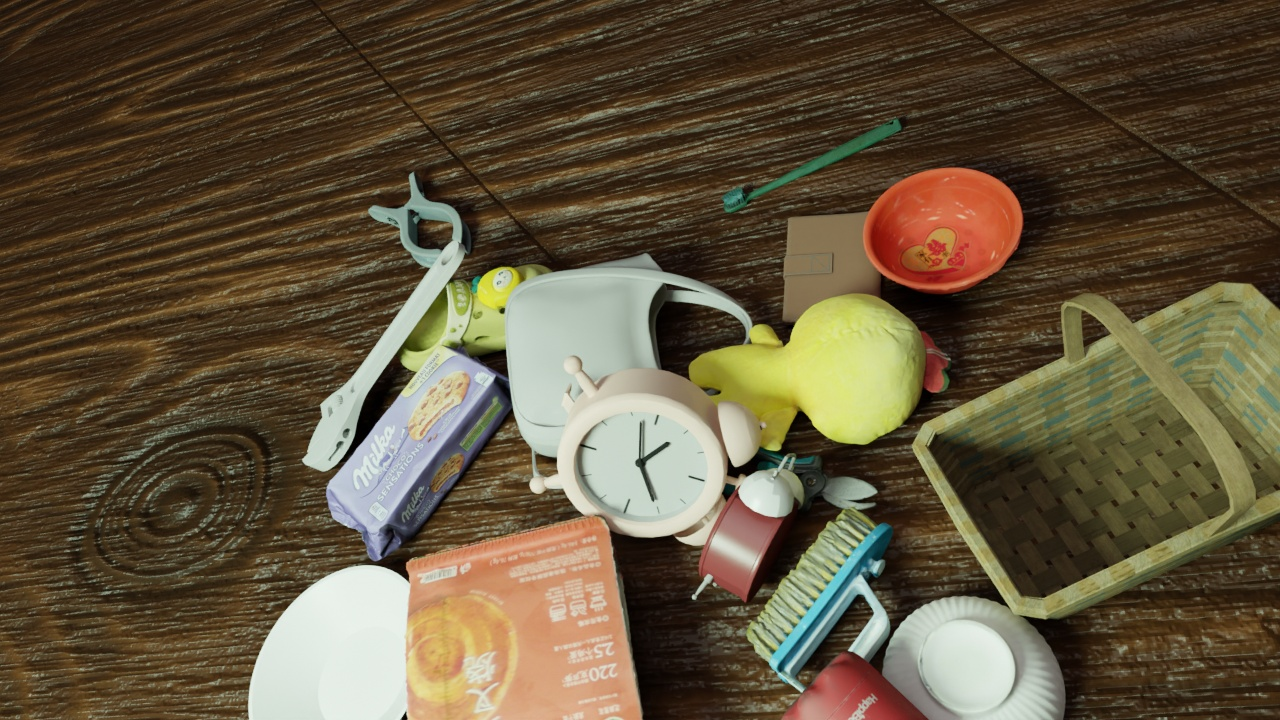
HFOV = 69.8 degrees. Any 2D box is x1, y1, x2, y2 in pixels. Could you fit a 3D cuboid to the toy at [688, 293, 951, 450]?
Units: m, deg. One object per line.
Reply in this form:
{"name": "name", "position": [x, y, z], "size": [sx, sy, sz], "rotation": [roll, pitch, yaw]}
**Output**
{"name": "toy", "position": [0.143, 0.008, 0.747], "size": [0.208, 0.092, 0.133], "rotation": [-16, 56, 17]}

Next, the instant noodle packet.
{"name": "instant noodle packet", "position": [-0.083, 0.233, 0.654], "size": [0.164, 0.084, 0.220], "rotation": [-13, 40, -1]}

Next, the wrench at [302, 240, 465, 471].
{"name": "wrench", "position": [-0.255, -0.003, 0.915], "size": [0.273, 0.018, 0.086], "rotation": [-51, 35, 10]}

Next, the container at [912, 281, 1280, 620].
{"name": "container", "position": [0.317, 0.052, 0.584], "size": [0.250, 0.186, 0.157], "rotation": [-27, 53, 5]}

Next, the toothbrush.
{"name": "toothbrush", "position": [0.169, -0.196, 0.913], "size": [0.190, 0.017, 0.016], "rotation": [-25, 53, 7]}

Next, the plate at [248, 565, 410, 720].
{"name": "plate", "position": [-0.248, 0.264, 0.779], "size": [0.174, 0.036, 0.173], "rotation": [-13, 53, 17]}

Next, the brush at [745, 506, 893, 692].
{"name": "brush", "position": [0.145, 0.175, 0.662], "size": [0.075, 0.055, 0.135], "rotation": [33, 75, 32]}

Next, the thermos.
{"name": "thermos", "position": [0.192, 0.283, 0.545], "size": [0.073, 0.073, 0.240], "rotation": [-45, 68, -9]}

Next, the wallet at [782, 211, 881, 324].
{"name": "wallet", "position": [0.176, -0.085, 0.842], "size": [0.087, 0.013, 0.120], "rotation": [-2, 59, 17]}

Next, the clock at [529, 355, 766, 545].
{"name": "clock", "position": [0.006, 0.069, 0.728], "size": [0.160, 0.131, 0.086], "rotation": [20, 28, 4]}

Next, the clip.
{"name": "clip", "position": [-0.263, -0.149, 1.060], "size": [0.106, 0.028, 0.163], "rotation": [-38, 52, -6]}

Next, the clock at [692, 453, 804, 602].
{"name": "clock", "position": [0.086, 0.125, 0.690], "size": [0.044, 0.087, 0.124], "rotation": [26, 95, 19]}

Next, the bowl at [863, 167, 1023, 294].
{"name": "bowl", "position": [0.262, -0.104, 0.796], "size": [0.131, 0.045, 0.130], "rotation": [-11, 56, 16]}

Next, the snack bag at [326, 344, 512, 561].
{"name": "snack bag", "position": [-0.206, 0.084, 0.869], "size": [0.096, 0.058, 0.205], "rotation": [27, 75, 37]}

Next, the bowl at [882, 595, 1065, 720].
{"name": "bowl", "position": [0.217, 0.208, 0.605], "size": [0.118, 0.062, 0.118], "rotation": [-11, 56, 16]}

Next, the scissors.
{"name": "scissors", "position": [0.114, 0.093, 0.751], "size": [0.131, 0.019, 0.149], "rotation": [-30, 52, 4]}

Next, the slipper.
{"name": "slipper", "position": [-0.175, -0.054, 0.930], "size": [0.191, 0.081, 0.091], "rotation": [-21, 51, 13]}

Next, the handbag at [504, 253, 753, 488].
{"name": "handbag", "position": [-0.005, 0.004, 0.831], "size": [0.223, 0.096, 0.215], "rotation": [-10, 66, 5]}
